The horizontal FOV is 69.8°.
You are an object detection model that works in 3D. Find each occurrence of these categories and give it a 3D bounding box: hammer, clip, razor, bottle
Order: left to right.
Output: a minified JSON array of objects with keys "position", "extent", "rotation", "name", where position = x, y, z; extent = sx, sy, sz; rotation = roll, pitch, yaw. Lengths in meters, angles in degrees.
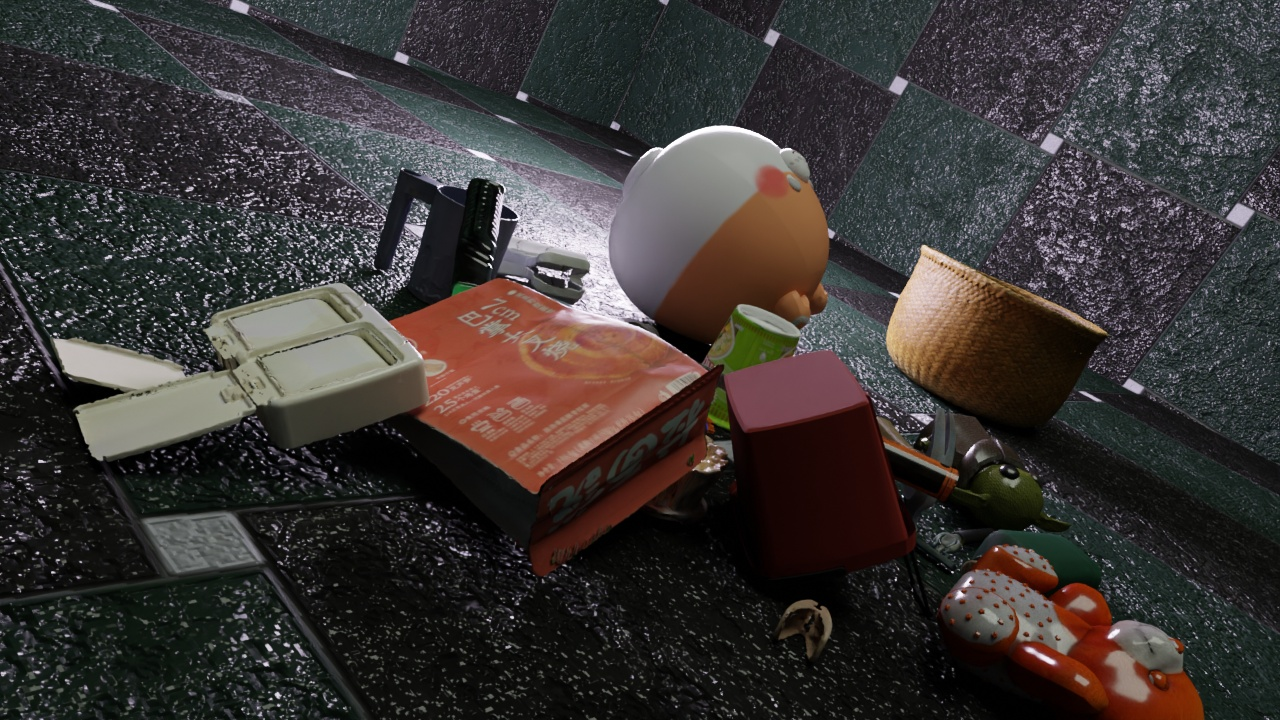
[{"position":[-0.138,-0.053,0.731],"extent":[0.130,0.032,0.318],"rotation":[10,41,-11],"name":"hammer"},{"position":[-0.109,-0.107,0.980],"extent":[0.126,0.095,0.152],"rotation":[9,-10,-31],"name":"clip"},{"position":[0.113,0.039,0.773],"extent":[0.314,0.035,0.137],"rotation":[25,6,13],"name":"hammer"},{"position":[0.111,0.170,0.578],"extent":[0.041,0.024,0.060],"rotation":[33,16,29],"name":"clip"},{"position":[0.230,0.064,0.932],"extent":[0.025,0.118,0.332],"rotation":[23,12,-11],"name":"hammer"},{"position":[0.296,0.163,0.837],"extent":[0.043,0.022,0.144],"rotation":[37,22,35],"name":"razor"},{"position":[0.310,0.176,0.750],"extent":[0.131,0.061,0.061],"rotation":[11,24,-35],"name":"bottle"}]

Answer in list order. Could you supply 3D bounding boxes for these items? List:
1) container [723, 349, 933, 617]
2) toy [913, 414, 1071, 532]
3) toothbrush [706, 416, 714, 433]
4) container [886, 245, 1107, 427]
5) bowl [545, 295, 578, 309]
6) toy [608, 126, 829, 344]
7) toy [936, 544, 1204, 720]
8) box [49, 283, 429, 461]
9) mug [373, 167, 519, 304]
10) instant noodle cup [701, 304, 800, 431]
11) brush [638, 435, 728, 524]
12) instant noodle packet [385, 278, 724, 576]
[{"position":[0.132,0.108,0.673],"extent":[0.127,0.201,0.148],"rotation":[-14,20,3],"name":"container"},{"position":[0.353,0.116,0.955],"extent":[0.179,0.078,0.152],"rotation":[18,19,-24],"name":"toy"},{"position":[0.035,0.027,0.919],"extent":[0.018,0.016,0.182],"rotation":[21,17,-26],"name":"toothbrush"},{"position":[0.548,-0.029,1.448],"extent":[0.307,0.197,0.306],"rotation":[21,15,-6],"name":"container"},{"position":[-0.089,-0.027,0.879],"extent":[0.106,0.039,0.106],"rotation":[21,17,-7],"name":"bowl"},{"position":[0.106,-0.146,1.118],"extent":[0.281,0.266,0.262],"rotation":[42,23,8],"name":"toy"},{"position":[0.289,0.197,0.611],"extent":[0.172,0.093,0.163],"rotation":[33,18,25],"name":"toy"},{"position":[-0.235,0.003,0.544],"extent":[0.183,0.050,0.143],"rotation":[-19,34,-32],"name":"box"},{"position":[-0.194,-0.116,0.899],"extent":[0.124,0.104,0.083],"rotation":[23,18,0],"name":"mug"},{"position":[0.105,0.006,0.915],"extent":[0.099,0.108,0.098],"rotation":[20,18,-7],"name":"instant noodle cup"},{"position":[-0.040,0.035,0.726],"extent":[0.083,0.057,0.271],"rotation":[3,26,-44],"name":"brush"},{"position":[-0.081,0.013,0.605],"extent":[0.221,0.084,0.164],"rotation":[32,45,29],"name":"instant noodle packet"}]
